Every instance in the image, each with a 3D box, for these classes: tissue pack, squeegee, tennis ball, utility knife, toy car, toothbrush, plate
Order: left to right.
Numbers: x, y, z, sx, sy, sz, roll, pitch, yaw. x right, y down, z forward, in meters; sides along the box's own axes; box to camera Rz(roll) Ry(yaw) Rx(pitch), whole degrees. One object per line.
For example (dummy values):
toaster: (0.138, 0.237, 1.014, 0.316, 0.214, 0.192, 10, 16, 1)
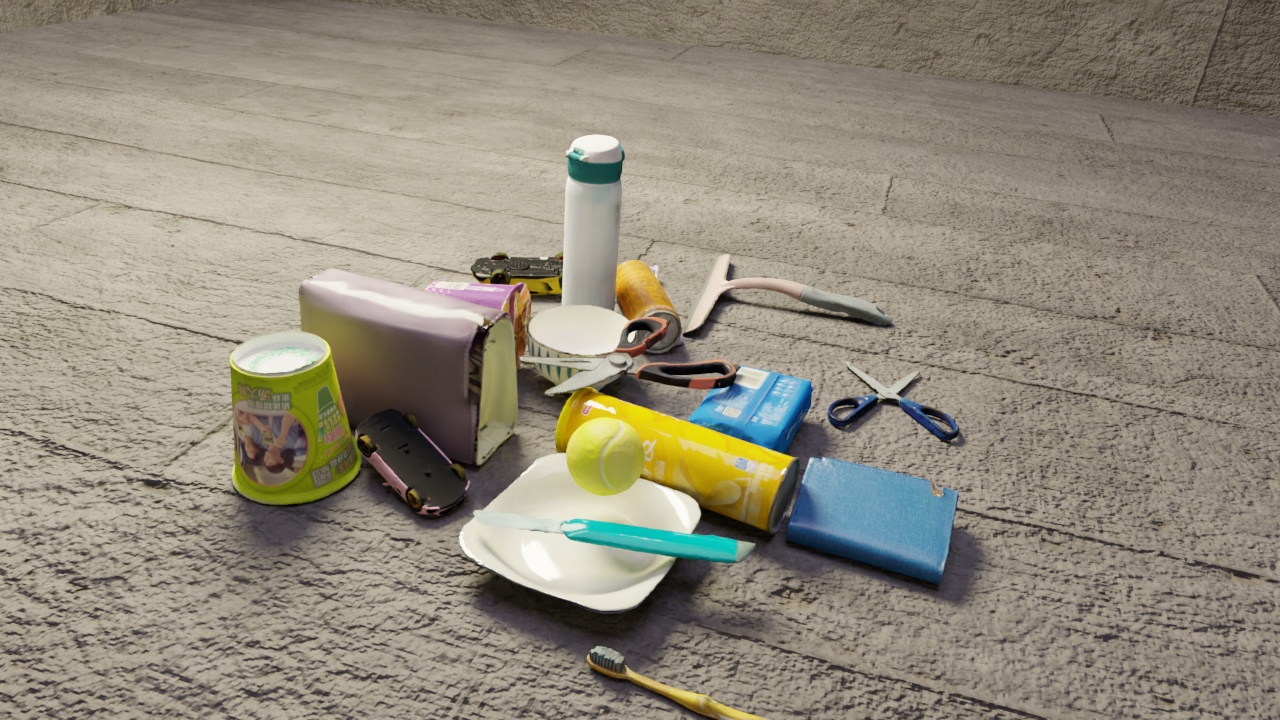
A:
toy car: (-0.204, 0.092, 0.813, 0.122, 0.037, 0.056, 41, 51, 22)
toy car: (-0.140, -0.110, 1.178, 0.155, 0.041, 0.071, 0, 30, -9)
plate: (-0.047, 0.145, 0.748, 0.164, 0.034, 0.163, 17, 31, 22)
tennis ball: (-0.029, 0.080, 0.763, 0.065, 0.066, 0.065, 3, 30, -2)
utility knife: (-0.022, 0.136, 0.716, 0.223, 0.013, 0.029, 8, 31, 3)
toothbrush: (0.029, -0.071, 1.152, 0.029, 0.021, 0.189, -38, 31, 12)
toothbrush: (0.049, 0.232, 0.620, 0.191, 0.018, 0.016, 16, 33, 20)
tissue pack: (0.109, 0.057, 0.905, 0.095, 0.052, 0.156, 14, 31, 20)
squeegee: (0.198, -0.082, 1.175, 0.250, 0.040, 0.247, 10, 30, 10)

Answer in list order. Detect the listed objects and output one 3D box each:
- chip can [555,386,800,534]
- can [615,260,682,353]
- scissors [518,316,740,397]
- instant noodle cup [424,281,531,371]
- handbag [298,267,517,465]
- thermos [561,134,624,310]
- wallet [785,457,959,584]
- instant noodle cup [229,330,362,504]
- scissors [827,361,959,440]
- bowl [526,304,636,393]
chip can: (0.031, 0.088, 0.822, 0.213, 0.072, 0.071, 18, 32, 22)
can: (0.005, -0.067, 1.104, 0.058, 0.058, 0.146, -3, 31, -13)
scissors: (-0.005, 0.001, 0.894, 0.189, 0.015, 0.226, 20, 31, 12)
instant noodle cup: (-0.179, -0.035, 0.971, 0.099, 0.112, 0.111, 9, 30, 10)
handbag: (-0.218, -0.001, 0.873, 0.197, 0.145, 0.098, 15, 34, 17)
thermos: (-0.055, -0.148, 1.070, 0.073, 0.225, 0.073, 4, 29, -2)
wallet: (0.201, 0.134, 0.794, 0.133, 0.040, 0.106, 14, 40, 17)
instant noodle cup: (-0.306, 0.044, 0.803, 0.111, 0.124, 0.111, 3, 29, -2)
scissors: (0.264, 0.042, 0.990, 0.162, 0.012, 0.173, -11, 32, -25)
bowl: (-0.064, -0.006, 0.980, 0.116, 0.066, 0.116, 4, 29, -3)
